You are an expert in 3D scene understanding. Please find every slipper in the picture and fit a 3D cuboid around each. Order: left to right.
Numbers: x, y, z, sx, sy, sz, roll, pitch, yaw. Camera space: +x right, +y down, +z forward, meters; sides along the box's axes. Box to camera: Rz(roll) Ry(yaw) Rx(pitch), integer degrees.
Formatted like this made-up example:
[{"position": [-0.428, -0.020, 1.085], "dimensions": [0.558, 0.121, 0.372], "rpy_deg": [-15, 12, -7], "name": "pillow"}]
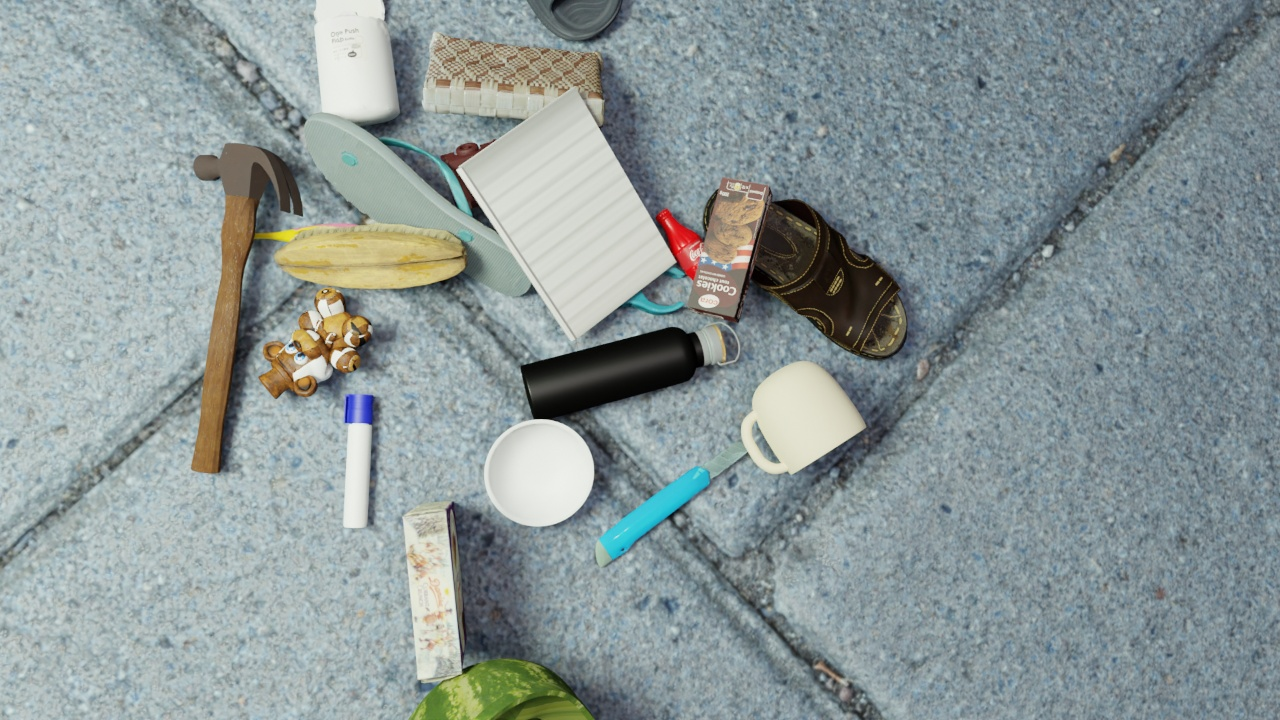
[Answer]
[{"position": [-0.219, -0.160, 0.939], "dimensions": [0.268, 0.098, 0.054], "rpy_deg": [37, 49, -13], "name": "slipper"}, {"position": [-0.102, -0.476, 0.979], "dimensions": [0.110, 0.083, 0.268], "rpy_deg": [-30, 89, -12], "name": "slipper"}, {"position": [0.186, -0.100, 0.993], "dimensions": [0.268, 0.076, 0.113], "rpy_deg": [37, 82, -4], "name": "slipper"}]

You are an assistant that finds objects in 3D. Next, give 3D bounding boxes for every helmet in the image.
[{"position": [-0.125, 0.403, 0.821], "dimensions": [0.212, 0.244, 0.247], "rpy_deg": [-2, 55, -37], "name": "helmet"}]

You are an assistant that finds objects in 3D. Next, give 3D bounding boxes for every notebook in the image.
[{"position": [-0.068, -0.143, 0.923], "dimensions": [0.142, 0.009, 0.210], "rpy_deg": [-38, 115, -13], "name": "notebook"}]

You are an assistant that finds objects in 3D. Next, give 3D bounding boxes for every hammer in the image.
[{"position": [-0.404, -0.051, 0.901], "dimensions": [0.115, 0.033, 0.323], "rpy_deg": [9, 91, 18], "name": "hammer"}]

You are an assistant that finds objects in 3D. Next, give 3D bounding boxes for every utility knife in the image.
[{"position": [0.034, 0.149, 0.978], "dimensions": [0.205, 0.015, 0.031], "rpy_deg": [-35, 92, -6], "name": "utility knife"}]

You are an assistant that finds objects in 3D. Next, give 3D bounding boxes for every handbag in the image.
[{"position": [-0.128, -0.288, 0.951], "dimensions": [0.185, 0.047, 0.124], "rpy_deg": [3, 42, -8], "name": "handbag"}]

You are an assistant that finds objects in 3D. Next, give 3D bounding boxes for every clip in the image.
[{"position": [-0.011, -0.092, 0.989], "dimensions": [0.127, 0.028, 0.113], "rpy_deg": [10, 86, -7], "name": "clip"}]

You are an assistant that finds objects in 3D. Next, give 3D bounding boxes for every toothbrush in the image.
[{"position": [-0.353, -0.129, 0.943], "dimensions": [0.135, 0.016, 0.021], "rpy_deg": [-4, 84, -12], "name": "toothbrush"}]

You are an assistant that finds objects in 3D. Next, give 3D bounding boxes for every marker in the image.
[{"position": [-0.287, 0.101, 0.929], "dimensions": [0.027, 0.023, 0.133], "rpy_deg": [0, 85, 12], "name": "marker"}]

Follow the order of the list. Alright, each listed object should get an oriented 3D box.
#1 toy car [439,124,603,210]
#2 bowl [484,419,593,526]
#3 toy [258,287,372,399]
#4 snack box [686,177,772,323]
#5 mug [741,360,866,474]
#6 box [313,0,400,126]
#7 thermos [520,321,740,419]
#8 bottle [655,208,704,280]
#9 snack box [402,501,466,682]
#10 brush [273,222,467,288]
[{"position": [-0.114, -0.202, 0.951], "dimensions": [0.169, 0.062, 0.070], "rpy_deg": [-19, 125, -10], "name": "toy car"}, {"position": [-0.105, 0.111, 0.944], "dimensions": [0.110, 0.040, 0.110], "rpy_deg": [-1, 97, -9], "name": "bowl"}, {"position": [-0.325, -0.010, 0.912], "dimensions": [0.112, 0.067, 0.087], "rpy_deg": [-39, 67, -22], "name": "toy"}, {"position": [0.093, -0.115, 0.954], "dimensions": [0.051, 0.031, 0.141], "rpy_deg": [14, 85, 16], "name": "snack box"}, {"position": [0.160, 0.060, 0.966], "dimensions": [0.120, 0.096, 0.099], "rpy_deg": [-32, 80, -6], "name": "mug"}, {"position": [-0.295, -0.321, 0.938], "dimensions": [0.083, 0.092, 0.166], "rpy_deg": [-6, 94, -6], "name": "box"}, {"position": [-0.006, 0.006, 0.961], "dimensions": [0.231, 0.061, 0.061], "rpy_deg": [-15, 87, -10], "name": "thermos"}, {"position": [0.058, -0.113, 0.994], "dimensions": [0.036, 0.036, 0.119], "rpy_deg": [-37, 91, -10], "name": "bottle"}, {"position": [-0.194, 0.212, 0.872], "dimensions": [0.040, 0.143, 0.148], "rpy_deg": [-6, 86, -10], "name": "snack box"}, {"position": [-0.269, -0.106, 0.920], "dimensions": [0.195, 0.043, 0.059], "rpy_deg": [0, 127, 5], "name": "brush"}]
